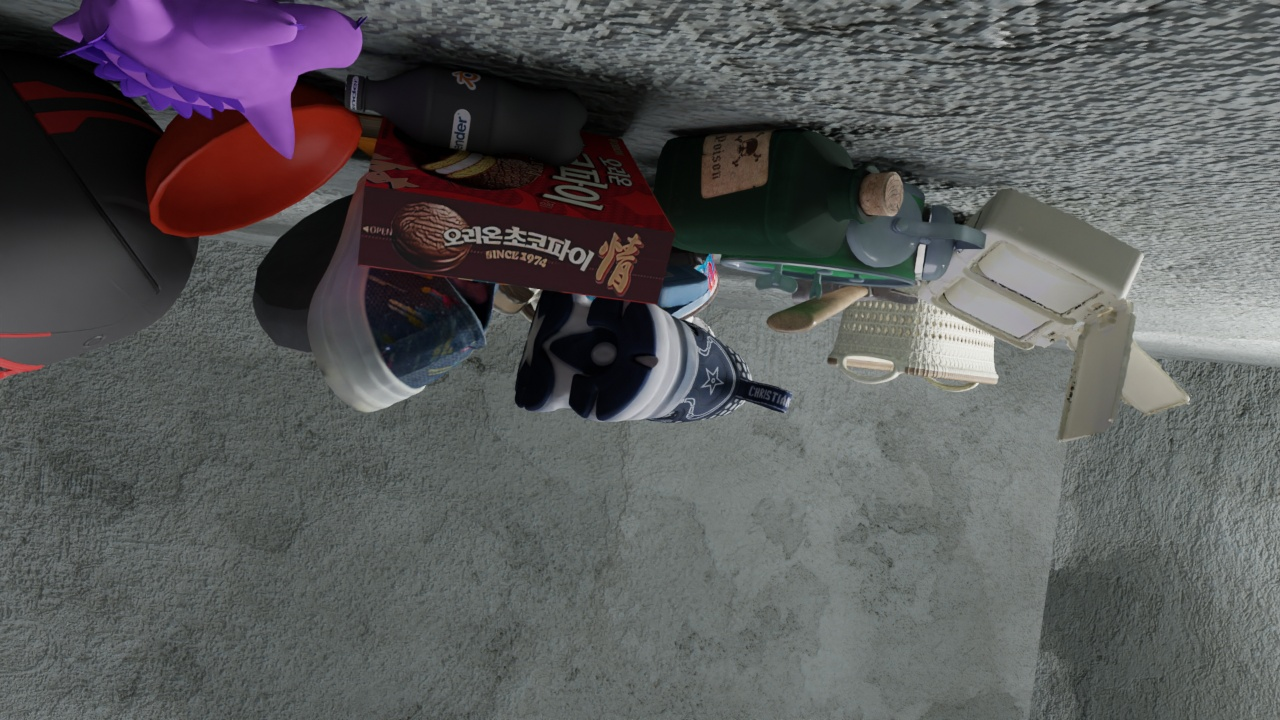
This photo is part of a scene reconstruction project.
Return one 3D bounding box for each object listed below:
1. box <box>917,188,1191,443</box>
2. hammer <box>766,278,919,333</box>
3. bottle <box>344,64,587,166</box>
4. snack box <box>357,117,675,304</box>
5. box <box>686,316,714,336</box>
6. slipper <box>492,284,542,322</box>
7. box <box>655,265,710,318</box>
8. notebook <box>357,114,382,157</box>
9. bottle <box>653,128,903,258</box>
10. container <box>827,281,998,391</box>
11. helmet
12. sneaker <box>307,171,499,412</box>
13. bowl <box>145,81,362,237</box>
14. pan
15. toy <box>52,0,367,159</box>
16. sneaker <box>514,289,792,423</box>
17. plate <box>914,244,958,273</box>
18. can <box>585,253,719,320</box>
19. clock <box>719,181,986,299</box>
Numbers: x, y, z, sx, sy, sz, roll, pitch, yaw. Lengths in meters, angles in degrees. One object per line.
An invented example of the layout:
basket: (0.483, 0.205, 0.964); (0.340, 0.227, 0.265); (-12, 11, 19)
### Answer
box: (0.262, -0.017, 0.591); (0.185, 0.095, 0.145); (48, 172, 11)
hammer: (0.150, -0.049, 0.725); (0.119, 0.031, 0.330); (0, -174, 21)
bottle: (-0.081, -0.117, 0.431); (0.110, 0.036, 0.036); (7, -178, -14)
snack box: (-0.065, -0.085, 0.462); (0.132, 0.036, 0.152); (6, -153, -15)
box: (0.032, -0.061, 0.966); (0.111, 0.162, 0.085); (-12, -160, -43)
slipper: (-0.121, -0.080, 0.834); (0.115, 0.052, 0.262); (43, -167, -5)
box: (-0.019, -0.081, 0.798); (0.066, 0.049, 0.210); (-15, -147, -30)
notebook: (-0.104, -0.138, 0.687); (0.178, 0.014, 0.249); (7, -178, -4)
bottle: (0.073, -0.087, 0.483); (0.131, 0.061, 0.061); (9, 180, 42)
container: (0.387, -0.032, 1.285); (0.185, 0.143, 0.245); (9, -178, 44)
helmet: (-0.347, -0.086, 0.518); (0.169, 0.164, 0.265); (-36, 180, -10)
sneaker: (-0.109, -0.063, 0.503); (0.079, 0.087, 0.235); (-20, -151, 11)
bowl: (-0.216, -0.116, 0.502); (0.122, 0.035, 0.122); (-33, 178, -2)
pan: (-0.123, -0.077, 0.641); (0.358, 0.041, 0.178); (2, -137, 24)
toy: (-0.160, -0.114, 0.338); (0.106, 0.056, 0.088); (7, 177, 42)
sneaker: (-0.004, 0.004, 0.686); (0.132, 0.103, 0.270); (15, 178, -24)
plate: (0.188, -0.083, 0.748); (0.230, 0.021, 0.230); (-2, -178, 0)
can: (0.005, -0.079, 0.842); (0.130, 0.044, 0.129); (-11, -146, 7)
clock: (0.129, -0.075, 0.568); (0.162, 0.075, 0.121); (10, -176, 41)
